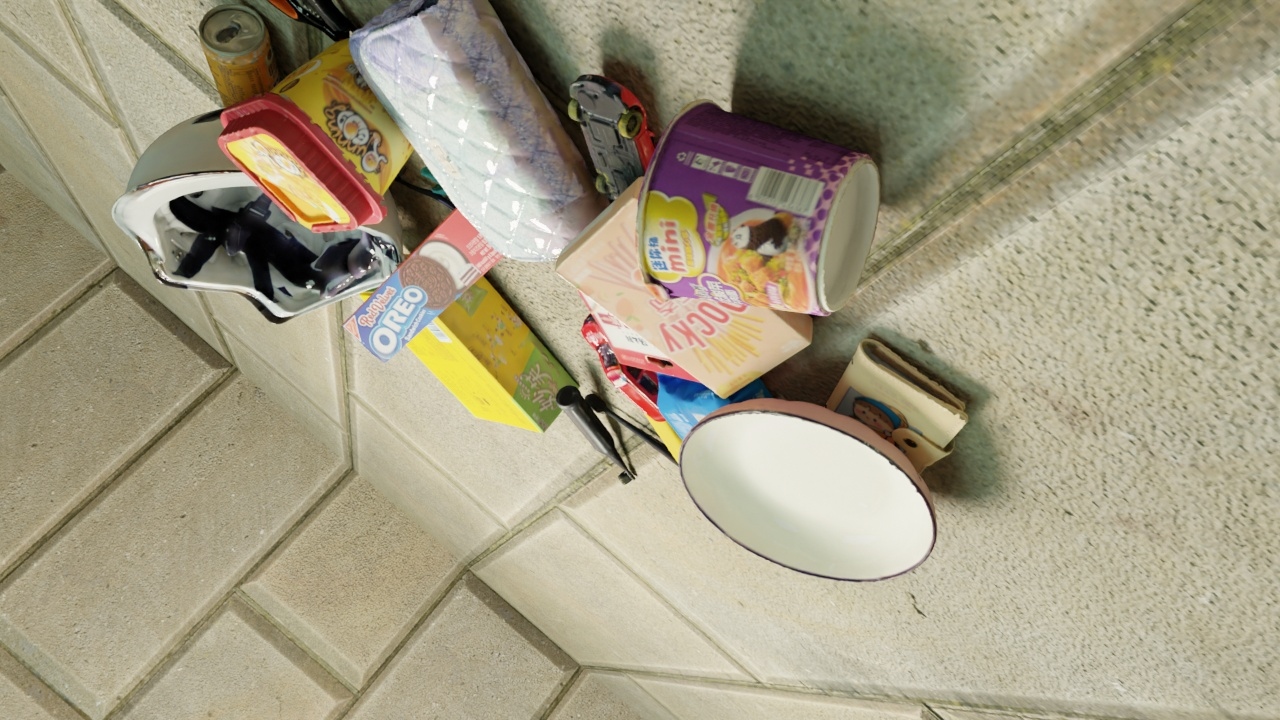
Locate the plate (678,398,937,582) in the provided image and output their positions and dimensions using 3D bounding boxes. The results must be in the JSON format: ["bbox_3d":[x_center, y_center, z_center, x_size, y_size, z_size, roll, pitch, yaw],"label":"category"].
[{"bbox_3d":[0.123,0.091,0.674,0.192,0.038,0.193,19,142,15],"label":"plate"}]

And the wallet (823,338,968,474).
[{"bbox_3d":[0.171,0.037,0.622,0.087,0.024,0.115,39,157,15],"label":"wallet"}]

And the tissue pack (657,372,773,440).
[{"bbox_3d":[0.080,0.057,0.757,0.095,0.052,0.157,1,135,53],"label":"tissue pack"}]

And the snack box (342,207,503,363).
[{"bbox_3d":[-0.183,-0.075,0.808,0.057,0.058,0.208,44,129,-15],"label":"snack box"}]

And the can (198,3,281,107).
[{"bbox_3d":[-0.368,-0.262,0.863,0.058,0.058,0.146,39,157,5],"label":"can"}]

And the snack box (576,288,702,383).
[{"bbox_3d":[0.007,-0.048,0.690,0.113,0.044,0.127,14,144,45],"label":"snack box"}]

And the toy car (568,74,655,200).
[{"bbox_3d":[-0.011,-0.136,0.577,0.049,0.031,0.106,24,156,32],"label":"toy car"}]

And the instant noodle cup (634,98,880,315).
[{"bbox_3d":[0.067,-0.075,0.487,0.099,0.111,0.112,17,149,25],"label":"instant noodle cup"}]

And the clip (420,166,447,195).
[{"bbox_3d":[-0.171,-0.156,0.808,0.056,0.014,0.040,20,150,39],"label":"clip"}]

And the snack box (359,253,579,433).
[{"bbox_3d":[-0.185,-0.020,0.991,0.158,0.069,0.210,6,142,52],"label":"snack box"}]

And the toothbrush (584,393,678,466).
[{"bbox_3d":[0.014,0.087,0.955,0.181,0.015,0.018,32,158,20],"label":"toothbrush"}]

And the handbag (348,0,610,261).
[{"bbox_3d":[-0.109,-0.157,0.634,0.134,0.075,0.194,10,143,49],"label":"handbag"}]

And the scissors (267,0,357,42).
[{"bbox_3d":[-0.237,-0.259,0.727,0.163,0.021,0.234,17,153,49],"label":"scissors"}]

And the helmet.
[{"bbox_3d":[-0.347,-0.154,0.867,0.230,0.145,0.258,-17,152,29],"label":"helmet"}]

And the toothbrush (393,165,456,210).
[{"bbox_3d":[-0.169,-0.141,0.838,0.189,0.016,0.014,31,167,13],"label":"toothbrush"}]

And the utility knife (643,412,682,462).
[{"bbox_3d":[0.027,0.069,0.891,0.033,0.015,0.207,2,131,51],"label":"utility knife"}]

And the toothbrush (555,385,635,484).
[{"bbox_3d":[-0.043,0.089,1.010,0.026,0.027,0.213,46,172,35],"label":"toothbrush"}]

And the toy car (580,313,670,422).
[{"bbox_3d":[-0.005,0.005,0.803,0.120,0.045,0.053,47,155,-9],"label":"toy car"}]

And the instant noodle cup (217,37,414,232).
[{"bbox_3d":[-0.224,-0.174,0.682,0.116,0.123,0.116,6,145,46],"label":"instant noodle cup"}]

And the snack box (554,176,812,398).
[{"bbox_3d":[0.030,-0.043,0.606,0.157,0.026,0.085,37,130,-20],"label":"snack box"}]
